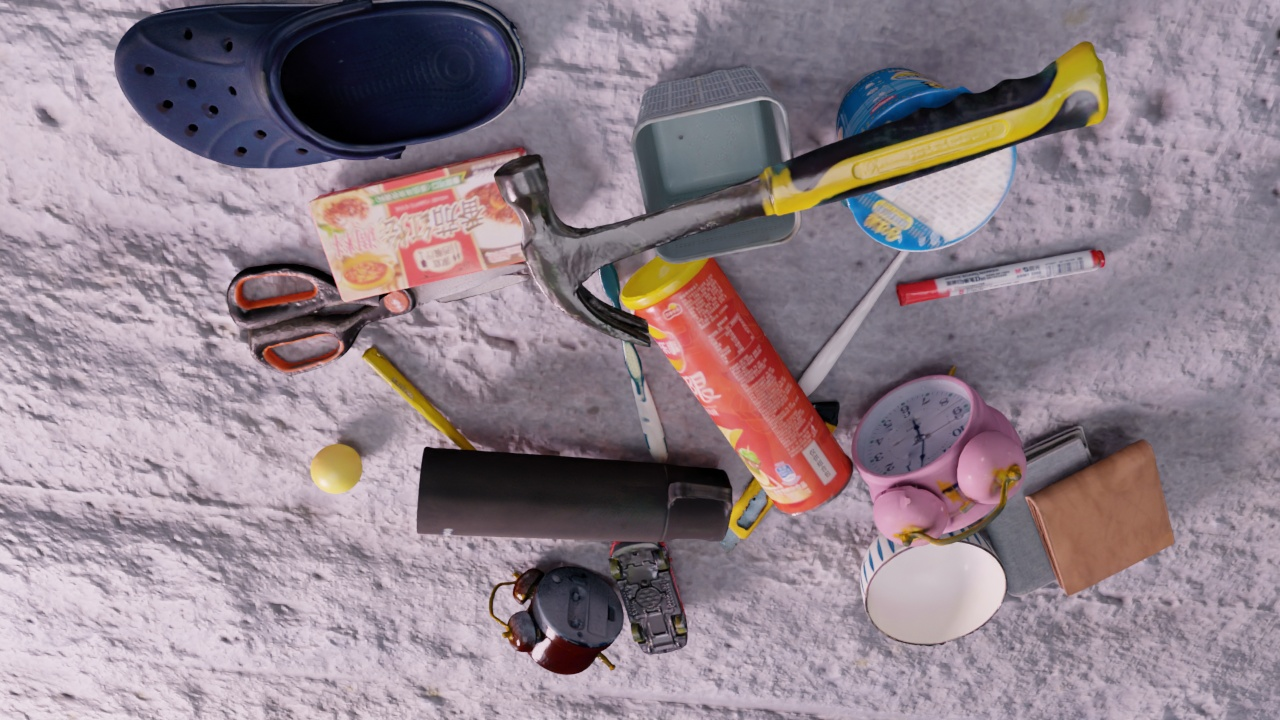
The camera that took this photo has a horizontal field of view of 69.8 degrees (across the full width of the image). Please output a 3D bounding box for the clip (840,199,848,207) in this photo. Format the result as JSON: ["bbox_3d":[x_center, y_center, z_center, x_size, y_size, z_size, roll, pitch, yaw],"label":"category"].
[{"bbox_3d":[0.169,-0.115,0.635,0.055,0.034,0.013,-23,119,-5],"label":"clip"}]

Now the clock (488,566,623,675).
[{"bbox_3d":[-0.073,0.223,0.800,0.122,0.081,0.055,21,124,-14],"label":"clock"}]

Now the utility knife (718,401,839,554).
[{"bbox_3d":[0.112,0.101,0.764,0.033,0.015,0.177,26,117,-10],"label":"utility knife"}]

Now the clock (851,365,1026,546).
[{"bbox_3d":[0.216,0.075,0.667,0.117,0.158,0.060,-34,117,17],"label":"clock"}]

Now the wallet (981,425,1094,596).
[{"bbox_3d":[0.337,0.125,0.762,0.106,0.037,0.130,-26,115,4],"label":"wallet"}]

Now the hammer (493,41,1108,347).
[{"bbox_3d":[0.090,-0.097,0.511,0.323,0.031,0.126,-16,118,9],"label":"hammer"}]

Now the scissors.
[{"bbox_3d":[-0.197,-0.055,0.673,0.235,0.021,0.139,-30,115,17],"label":"scissors"}]

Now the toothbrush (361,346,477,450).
[{"bbox_3d":[-0.149,0.056,0.741,0.017,0.015,0.190,-37,113,14],"label":"toothbrush"}]

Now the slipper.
[{"bbox_3d":[-0.197,-0.167,0.570,0.253,0.095,0.105,-5,117,-1],"label":"slipper"}]

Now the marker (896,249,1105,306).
[{"bbox_3d":[0.261,-0.061,0.668,0.145,0.017,0.017,-10,119,6],"label":"marker"}]

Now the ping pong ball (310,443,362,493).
[{"bbox_3d":[-0.247,0.088,0.746,0.040,0.040,0.040,0,120,0],"label":"ping pong ball"}]

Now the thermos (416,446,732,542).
[{"bbox_3d":[-0.050,0.104,0.721,0.242,0.068,0.090,3,156,-9],"label":"thermos"}]

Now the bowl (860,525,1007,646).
[{"bbox_3d":[0.241,0.176,0.777,0.116,0.066,0.117,0,120,0],"label":"bowl"}]

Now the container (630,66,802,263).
[{"bbox_3d":[0.046,-0.129,0.576,0.090,0.111,0.090,-10,119,7],"label":"container"}]

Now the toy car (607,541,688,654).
[{"bbox_3d":[0.008,0.202,0.807,0.053,0.045,0.120,-13,113,5],"label":"toy car"}]

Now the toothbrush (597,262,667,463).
[{"bbox_3d":[-0.004,0.004,0.711,0.016,0.018,0.192,-12,122,7],"label":"toothbrush"}]

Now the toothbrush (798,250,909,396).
[{"bbox_3d":[0.167,-0.037,0.683,0.016,0.016,0.180,26,117,-12],"label":"toothbrush"}]

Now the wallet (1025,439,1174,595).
[{"bbox_3d":[0.373,0.129,0.739,0.101,0.020,0.115,-27,118,4],"label":"wallet"}]

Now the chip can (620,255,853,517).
[{"bbox_3d":[0.075,0.016,0.673,0.073,0.073,0.216,-31,110,17],"label":"chip can"}]

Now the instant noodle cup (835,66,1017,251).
[{"bbox_3d":[0.167,-0.135,0.573,0.099,0.109,0.099,0,121,0],"label":"instant noodle cup"}]

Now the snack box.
[{"bbox_3d":[-0.145,-0.094,0.639,0.153,0.025,0.075,-12,110,5],"label":"snack box"}]
